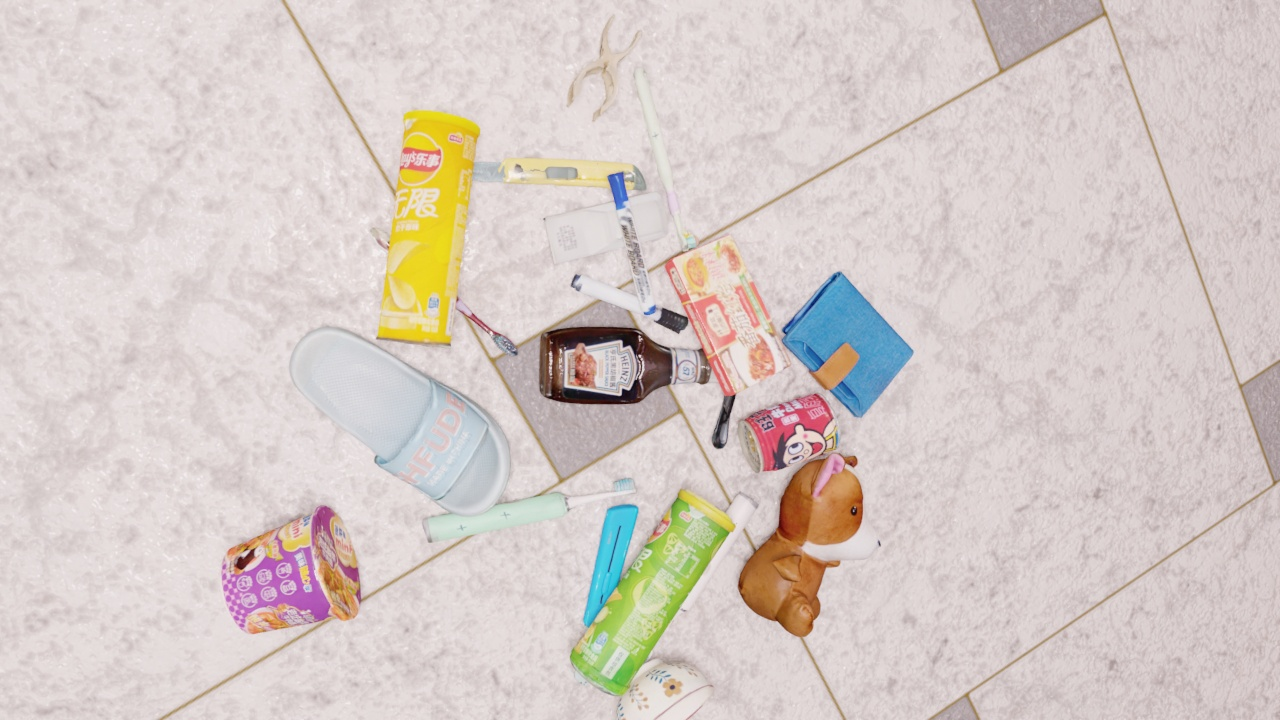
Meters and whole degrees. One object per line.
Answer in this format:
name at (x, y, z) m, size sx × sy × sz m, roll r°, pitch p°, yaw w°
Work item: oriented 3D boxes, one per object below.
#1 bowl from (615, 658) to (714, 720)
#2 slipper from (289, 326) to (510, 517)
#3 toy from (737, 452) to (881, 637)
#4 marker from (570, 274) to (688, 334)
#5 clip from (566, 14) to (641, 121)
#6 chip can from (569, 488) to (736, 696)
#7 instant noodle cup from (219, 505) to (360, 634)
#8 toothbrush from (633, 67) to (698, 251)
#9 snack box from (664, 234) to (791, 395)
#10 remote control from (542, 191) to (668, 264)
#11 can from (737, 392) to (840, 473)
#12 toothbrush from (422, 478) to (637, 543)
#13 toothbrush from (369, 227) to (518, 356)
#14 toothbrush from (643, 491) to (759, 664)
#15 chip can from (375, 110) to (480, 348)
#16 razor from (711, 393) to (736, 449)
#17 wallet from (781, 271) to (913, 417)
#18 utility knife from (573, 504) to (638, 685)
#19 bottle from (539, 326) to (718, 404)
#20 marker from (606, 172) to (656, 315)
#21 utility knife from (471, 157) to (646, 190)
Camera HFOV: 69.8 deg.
bowl at (0.016, 0.361, 0.982) m, size 0.113 × 0.113 × 0.062 m, roll -38°, pitch 63°, yaw -7°
slipper at (-0.227, 0.058, 0.885) m, size 0.245 × 0.074 × 0.104 m, roll 39°, pitch 86°, yaw -14°
toy at (0.188, 0.193, 0.984) m, size 0.130 × 0.140 × 0.199 m, roll 18°, pitch 88°, yaw 14°
marker at (-0.011, -0.058, 0.951) m, size 0.130 × 0.018 × 0.023 m, roll 20°, pitch 102°, yaw -16°
clip at (-0.026, -0.282, 0.910) m, size 0.081 × 0.035 × 0.104 m, roll 41°, pitch 79°, yaw -13°
chip can at (0.012, 0.243, 0.961) m, size 0.072 × 0.073 × 0.221 m, roll 37°, pitch 83°, yaw -16°
instant noodle cup at (-0.332, 0.203, 0.866) m, size 0.099 × 0.111 × 0.111 m, roll -16°, pitch 101°, yaw -3°
toothbrush at (0.025, -0.205, 0.940) m, size 0.020 × 0.029 × 0.189 m, roll -11°, pitch 102°, yaw 29°
snack box at (0.091, -0.047, 0.949) m, size 0.075 × 0.025 × 0.153 m, roll -25°, pitch 89°, yaw -22°
remote control at (-0.034, -0.135, 0.931) m, size 0.125 × 0.024 × 0.049 m, roll -16°, pitch 103°, yaw -10°
can at (0.159, 0.079, 0.987) m, size 0.093 × 0.066 × 0.066 m, roll -17°, pitch 101°, yaw -11°
toothbrush at (-0.111, 0.155, 0.951) m, size 0.224 × 0.026 × 0.027 m, roll -9°, pitch 78°, yaw -12°
toothbrush at (-0.192, -0.065, 0.905) m, size 0.187 × 0.017 × 0.016 m, roll 42°, pitch 86°, yaw -16°
toothbrush at (0.059, 0.242, 1.006) m, size 0.027 × 0.026 × 0.221 m, roll 33°, pitch 89°, yaw 26°
chip can at (-0.198, -0.120, 0.857) m, size 0.072 × 0.072 × 0.213 m, roll 7°, pitch 90°, yaw -15°
razor at (0.101, 0.027, 0.988) m, size 0.042 × 0.022 × 0.143 m, roll 14°, pitch 92°, yaw -21°
wallet at (0.227, -0.016, 1.007) m, size 0.133 × 0.040 × 0.106 m, roll 44°, pitch 82°, yaw -15°
utility knife at (-0.041, 0.253, 0.987) m, size 0.034 × 0.018 × 0.207 m, roll 12°, pitch 96°, yaw -16°
bottle at (-0.006, 0.006, 0.948) m, size 0.194 × 0.044 × 0.080 m, roll 1°, pitch 95°, yaw -15°
marker at (-0.008, -0.116, 0.919) m, size 0.017 × 0.017 × 0.146 m, roll -18°, pitch 107°, yaw -11°
utility knife at (-0.089, -0.186, 0.919) m, size 0.194 × 0.020 × 0.031 m, roll -1°, pitch 92°, yaw -9°
